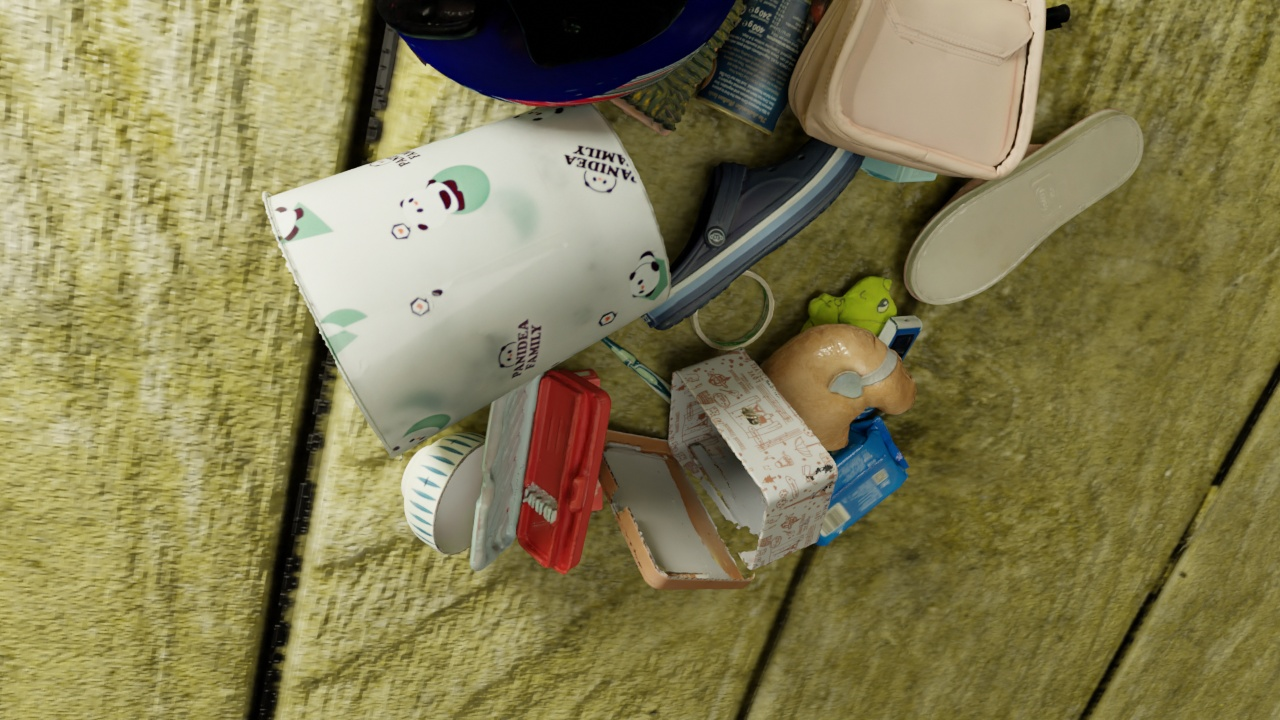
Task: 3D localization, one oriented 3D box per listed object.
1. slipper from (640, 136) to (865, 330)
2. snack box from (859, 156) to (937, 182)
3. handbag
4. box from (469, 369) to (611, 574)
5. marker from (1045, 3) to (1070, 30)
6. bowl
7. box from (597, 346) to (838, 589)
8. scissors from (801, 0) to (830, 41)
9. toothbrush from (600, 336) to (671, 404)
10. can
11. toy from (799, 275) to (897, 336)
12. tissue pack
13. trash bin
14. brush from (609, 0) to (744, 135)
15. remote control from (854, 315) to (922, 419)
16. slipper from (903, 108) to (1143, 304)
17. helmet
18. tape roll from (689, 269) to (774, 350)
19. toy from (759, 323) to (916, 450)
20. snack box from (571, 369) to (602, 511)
[{"bbox_3d":[0.087,-0.131,0.839,0.253,0.105,0.095,-41,98,2],"label":"slipper"},{"bbox_3d":[0.261,-0.250,0.834,0.074,0.052,0.175,-13,126,-45],"label":"snack box"},{"bbox_3d":[0.238,-0.273,0.729,0.193,0.093,0.234,8,107,-21],"label":"handbag"},{"bbox_3d":[-0.104,0.111,0.853,0.101,0.095,0.202,-18,127,-47],"label":"box"},{"bbox_3d":[0.346,-0.314,0.873,0.132,0.020,0.022,-18,146,-10],"label":"marker"},{"bbox_3d":[-0.183,0.119,0.872,0.066,0.116,0.117,20,113,23],"label":"bowl"},{"bbox_3d":[0.050,0.113,0.869,0.184,0.182,0.155,-18,139,-20],"label":"box"},{"bbox_3d":[0.216,-0.310,0.794,0.188,0.015,0.226,4,115,-48],"label":"scissors"},{"bbox_3d":[-0.005,0.005,0.912,0.016,0.018,0.191,-46,118,6],"label":"toothbrush"},{"bbox_3d":[0.105,-0.261,0.792,0.075,0.075,0.111,20,106,-24],"label":"can"},{"bbox_3d":[0.217,-0.045,0.949,0.100,0.031,0.097,6,117,-16],"label":"toy"},{"bbox_3d":[0.220,0.135,1.020,0.157,0.052,0.095,-39,121,3],"label":"tissue pack"},{"bbox_3d":[-0.128,-0.078,0.732,0.251,0.229,0.230,-27,119,-11],"label":"trash bin"},{"bbox_3d":[0.033,-0.268,0.770,0.063,0.073,0.146,27,99,-25],"label":"brush"},{"bbox_3d":[0.252,0.008,0.971,0.049,0.024,0.125,-5,130,-42],"label":"remote control"},{"bbox_3d":[0.381,-0.158,0.934,0.274,0.054,0.114,-37,119,5],"label":"slipper"},{"bbox_3d":[-0.077,-0.299,0.630,0.315,0.246,0.241,-5,138,-9],"label":"helmet"},{"bbox_3d":[0.091,-0.051,0.918,0.085,0.014,0.086,-7,115,-14],"label":"tape roll"},{"bbox_3d":[0.168,0.048,0.947,0.143,0.082,0.227,40,126,-12],"label":"toy"},{"bbox_3d":[-0.078,0.086,0.923,0.075,0.025,0.153,-7,115,-14],"label":"snack box"}]
